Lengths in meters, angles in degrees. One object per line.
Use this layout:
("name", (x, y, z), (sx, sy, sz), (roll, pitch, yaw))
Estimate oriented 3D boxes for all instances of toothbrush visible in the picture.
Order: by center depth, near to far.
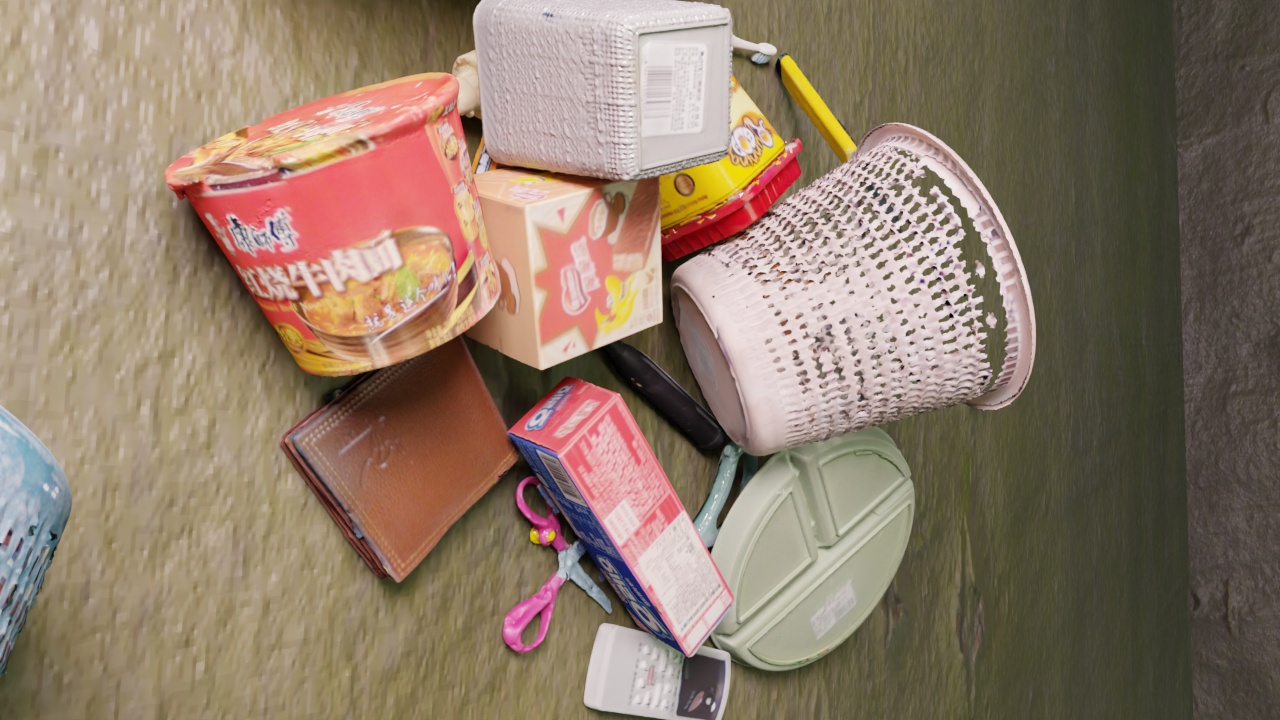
("toothbrush", (-0.004, 0.004, 0.666), (0.212, 0.026, 0.027), (43, 33, -37))
("toothbrush", (0.047, -0.265, 0.739), (0.220, 0.026, 0.026), (-8, 60, -49))

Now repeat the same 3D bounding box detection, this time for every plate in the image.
("plate", (0.149, 0.159, 0.760), (0.229, 0.027, 0.230), (-15, 117, -31))

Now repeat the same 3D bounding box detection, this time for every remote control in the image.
("remote control", (0.018, 0.235, 0.678), (0.150, 0.021, 0.058), (28, 67, -44))

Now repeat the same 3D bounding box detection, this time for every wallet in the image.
("wallet", (-0.128, 0.047, 0.518), (0.124, 0.032, 0.101), (-47, 119, -41))

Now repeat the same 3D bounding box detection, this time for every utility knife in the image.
("utility knife", (0.168, -0.189, 0.781), (0.033, 0.015, 0.230), (65, 1, -58))

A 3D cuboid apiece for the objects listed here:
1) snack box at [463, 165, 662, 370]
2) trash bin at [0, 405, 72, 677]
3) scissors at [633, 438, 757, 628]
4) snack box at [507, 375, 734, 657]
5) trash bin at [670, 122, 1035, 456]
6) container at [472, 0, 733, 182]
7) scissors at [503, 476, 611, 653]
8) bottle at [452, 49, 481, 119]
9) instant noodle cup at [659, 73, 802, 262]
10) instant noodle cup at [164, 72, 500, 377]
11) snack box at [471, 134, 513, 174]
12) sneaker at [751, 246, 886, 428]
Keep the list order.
("snack box", (-0.046, -0.060, 0.522), (0.094, 0.077, 0.093), (-23, 122, -37))
("trash bin", (-0.270, 0.087, 0.235), (0.226, 0.227, 0.194), (47, 42, -36))
("scissors", (0.027, 0.105, 0.678), (0.174, 0.019, 0.170), (-53, 132, -21))
("snack box", (-0.007, 0.106, 0.593), (0.058, 0.057, 0.207), (-45, 127, -24))
("trash bin", (0.136, -0.033, 0.674), (0.192, 0.227, 0.227), (-23, 109, -8))
("container", (-0.017, -0.146, 0.487), (0.090, 0.114, 0.090), (-23, 123, -38))
("scissors", (-0.053, 0.137, 0.610), (0.133, 0.017, 0.135), (57, 45, -35))
("bottle", (-0.067, -0.192, 0.582), (0.149, 0.067, 0.067), (-42, 118, -34))
("instant noodle cup", (0.035, -0.155, 0.663), (0.123, 0.116, 0.115), (56, 49, -15))
("instant noodle cup", (-0.135, -0.066, 0.445), (0.137, 0.138, 0.109), (-44, 128, -41))
("snack box", (-0.070, -0.098, 0.560), (0.075, 0.026, 0.154), (14, 96, -48))
("sneaker", (0.167, 0.011, 0.811), (0.089, 0.091, 0.242), (-35, 113, -45))
